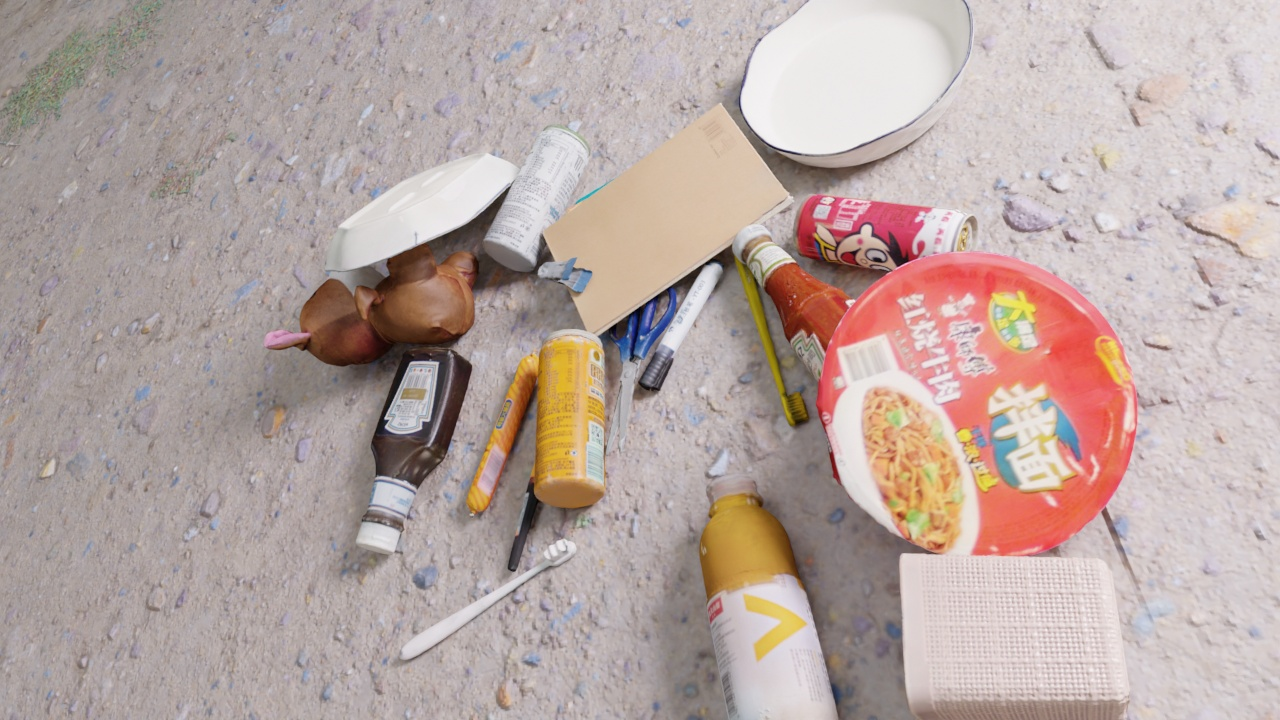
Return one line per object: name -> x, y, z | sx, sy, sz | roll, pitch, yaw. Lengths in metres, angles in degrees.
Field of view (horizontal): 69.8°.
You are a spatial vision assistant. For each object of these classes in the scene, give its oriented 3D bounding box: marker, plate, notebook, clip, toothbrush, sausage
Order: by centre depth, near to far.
toothbrush -> 0.104, -0.028, 0.753 | 0.017, 0.016, 0.189 | -22, 53, 12
toothbrush -> -0.129, 0.198, 0.755 | 0.180, 0.016, 0.016 | -34, 49, 9
marker -> -0.092, 0.119, 0.781 | 0.018, 0.015, 0.123 | -33, 39, 61
marker -> 0.037, -0.031, 0.793 | 0.022, 0.018, 0.130 | 27, 78, 18
plate -> 0.191, -0.255, 0.817 | 0.205, 0.045, 0.204 | -16, 55, 23
sausage -> -0.122, 0.064, 0.827 | 0.021, 0.021, 0.164 | 5, 65, 32
notebook -> 0.016, -0.131, 0.832 | 0.212, 0.012, 0.149 | -34, 52, 11
clip -> -0.073, -0.081, 0.840 | 0.058, 0.045, 0.027 | 13, 74, 46
plate -> -0.217, -0.158, 0.917 | 0.162, 0.034, 0.265 | -14, 23, 18

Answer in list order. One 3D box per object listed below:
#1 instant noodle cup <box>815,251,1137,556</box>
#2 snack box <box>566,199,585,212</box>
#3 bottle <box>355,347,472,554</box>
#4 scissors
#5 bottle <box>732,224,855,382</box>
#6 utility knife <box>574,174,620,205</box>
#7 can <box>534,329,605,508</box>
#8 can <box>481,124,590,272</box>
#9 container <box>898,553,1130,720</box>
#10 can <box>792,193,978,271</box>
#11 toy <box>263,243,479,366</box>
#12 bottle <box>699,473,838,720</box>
instant noodle cup -> 0.207, 0.030, 0.590 | 0.194, 0.066, 0.193 | 0, 80, 2
snack box -> 0.006, -0.144, 0.871 | 0.156, 0.027, 0.077 | -25, 54, 16
bottle -> -0.217, 0.082, 0.859 | 0.080, 0.044, 0.194 | -1, 63, 31
scissors -> -0.016, 0.007, 0.790 | 0.125, 0.012, 0.173 | 15, 71, 52
bottle -> 0.133, -0.036, 0.713 | 0.060, 0.060, 0.206 | -38, 50, 6
utility knife -> -0.003, -0.183, 0.909 | 0.151, 0.013, 0.029 | -28, 50, 14
can -> -0.059, 0.048, 0.775 | 0.058, 0.058, 0.145 | -16, 56, 22
can -> -0.104, -0.164, 0.928 | 0.058, 0.058, 0.146 | 12, 69, 35
container -> 0.214, 0.163, 0.529 | 0.111, 0.090, 0.090 | -7, 59, 23
can -> 0.190, -0.097, 0.718 | 0.133, 0.053, 0.053 | 15, 71, 36
toy -> -0.267, -0.056, 0.923 | 0.200, 0.140, 0.130 | -24, 80, 21
bottle -> 0.079, 0.167, 0.617 | 0.068, 0.068, 0.189 | -23, 53, 17
